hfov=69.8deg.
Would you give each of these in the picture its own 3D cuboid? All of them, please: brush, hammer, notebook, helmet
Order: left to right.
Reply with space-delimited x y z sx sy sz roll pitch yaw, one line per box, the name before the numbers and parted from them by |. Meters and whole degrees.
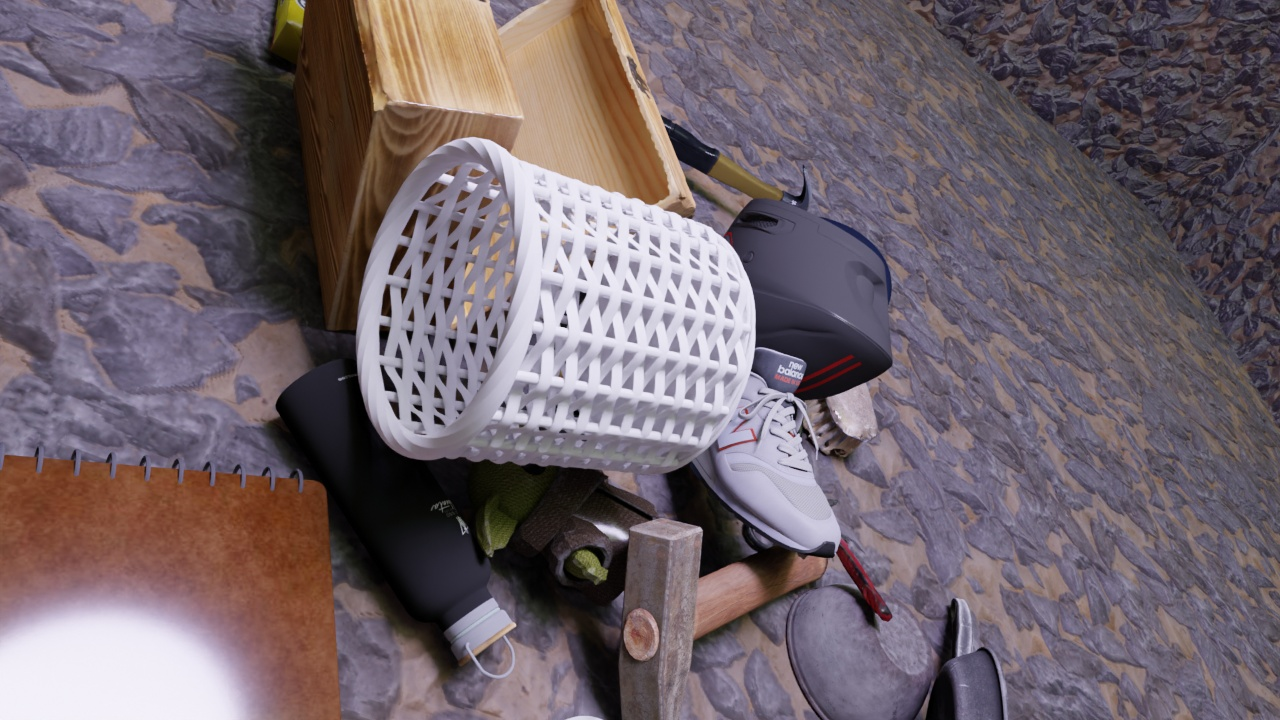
notebook | -0.279 0.125 0.494 0.225 0.024 0.167 12 50 -38
hammer | 0.065 -0.255 1.125 0.333 0.118 0.025 27 38 -16
hammer | 0.081 0.190 0.736 0.300 0.037 0.158 -1 97 -57
helmet | 0.146 -0.048 0.913 0.164 0.170 0.265 34 -2 -33
brush | 0.204 -0.014 1.067 0.083 0.057 0.270 17 46 -33

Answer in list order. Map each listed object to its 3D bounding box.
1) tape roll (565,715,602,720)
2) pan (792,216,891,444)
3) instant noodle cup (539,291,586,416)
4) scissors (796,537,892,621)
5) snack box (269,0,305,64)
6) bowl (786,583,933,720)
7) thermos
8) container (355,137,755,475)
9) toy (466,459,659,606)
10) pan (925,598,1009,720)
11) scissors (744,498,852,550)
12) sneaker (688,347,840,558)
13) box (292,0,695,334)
tape roll | -0.035 0.281 0.594 0.093 0.018 0.093 25 42 -25
pan | 0.179 -0.033 1.019 0.199 0.021 0.355 6 56 7
instant noodle cup | -0.005 0.005 0.792 0.112 0.138 0.137 32 38 -32
scissors | 0.164 0.159 0.824 0.179 0.015 0.195 23 23 -54
snack box | -0.261 -0.302 0.892 0.180 0.045 0.121 20 41 -35
bowl | 0.206 0.257 0.809 0.145 0.067 0.144 26 41 -25
thermos | -0.152 0.108 0.602 0.231 0.061 0.061 54 37 9
container | -0.055 -0.024 0.593 0.186 0.190 0.189 11 49 -42
toy | -0.054 0.110 0.672 0.152 0.078 0.179 36 16 -17
pan | 0.281 0.302 0.813 0.055 0.187 0.356 8 17 10
scissors | 0.143 0.140 0.901 0.168 0.013 0.157 49 37 2
sneaker | 0.103 0.053 0.777 0.088 0.124 0.240 16 16 -37
box | -0.131 -0.184 0.749 0.263 0.270 0.278 -1 56 -31
